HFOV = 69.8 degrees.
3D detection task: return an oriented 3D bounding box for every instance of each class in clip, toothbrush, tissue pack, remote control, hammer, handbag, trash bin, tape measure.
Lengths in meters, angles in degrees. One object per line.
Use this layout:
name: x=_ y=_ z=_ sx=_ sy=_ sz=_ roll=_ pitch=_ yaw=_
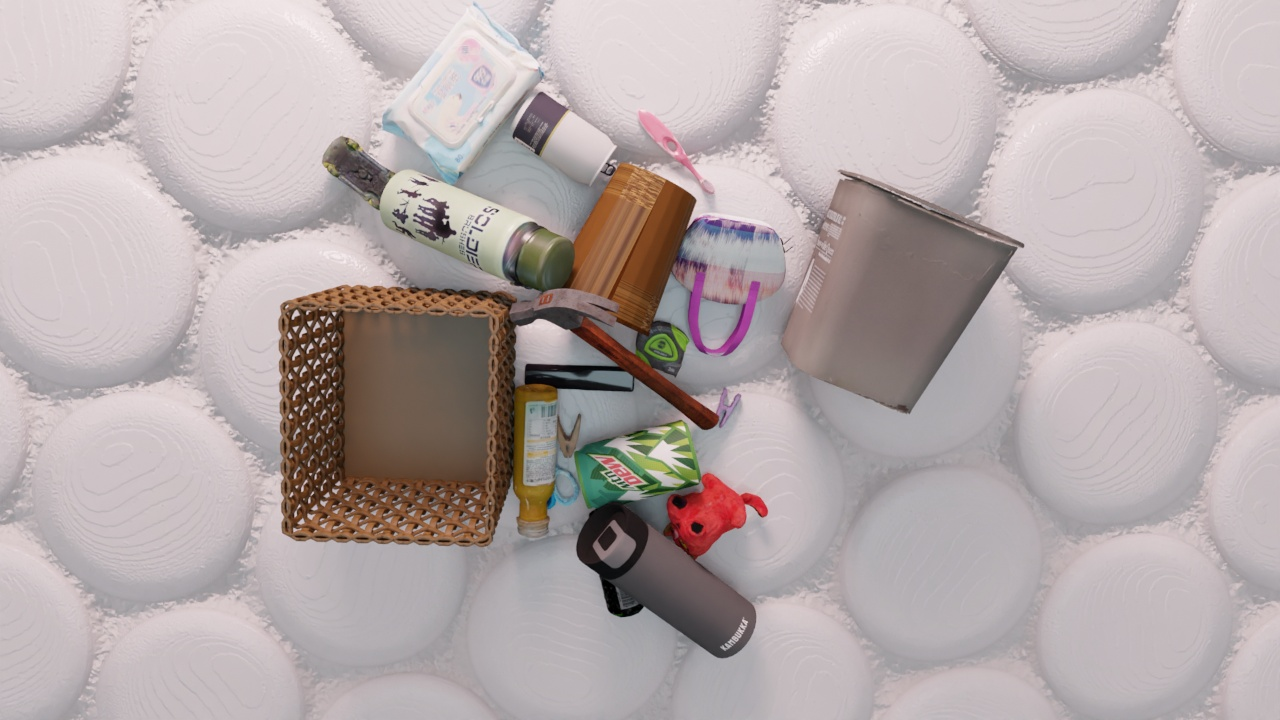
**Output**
clip: x=0.113 y=0.061 z=1.160 sx=0.041 sy=0.014 sz=0.052 roll=0 pitch=96 yaw=-5
toothbrush: x=0.043 y=-0.251 z=1.103 sx=0.021 sy=0.016 sz=0.135 roll=-43 pitch=99 yaw=5
tissue pack: x=-0.205 y=-0.304 z=1.058 sx=0.112 sy=0.070 sz=0.182 roll=40 pitch=96 yaw=-9
clip: x=-0.086 y=0.092 z=1.153 sx=0.039 sy=0.024 sz=0.060 roll=-13 pitch=110 yaw=3
remote control: x=-0.076 y=0.022 z=1.145 sx=0.136 sy=0.015 sz=0.032 roll=2 pitch=99 yaw=-3
hammer: x=-0.007 y=0.006 z=1.063 sx=0.300 sy=0.111 sz=0.028 roll=37 pitch=55 yaw=-38
handbag: x=0.104 y=-0.088 z=1.115 sx=0.144 sy=0.068 sz=0.170 roll=9 pitch=105 yaw=-3
trash bin: x=0.282 y=-0.079 z=1.062 sx=0.197 sy=0.197 sz=0.220 roll=22 pitch=104 yaw=-5
tape measure: x=0.025 y=-0.019 z=1.133 sx=0.065 sy=0.035 sz=0.059 roll=22 pitch=107 yaw=-9

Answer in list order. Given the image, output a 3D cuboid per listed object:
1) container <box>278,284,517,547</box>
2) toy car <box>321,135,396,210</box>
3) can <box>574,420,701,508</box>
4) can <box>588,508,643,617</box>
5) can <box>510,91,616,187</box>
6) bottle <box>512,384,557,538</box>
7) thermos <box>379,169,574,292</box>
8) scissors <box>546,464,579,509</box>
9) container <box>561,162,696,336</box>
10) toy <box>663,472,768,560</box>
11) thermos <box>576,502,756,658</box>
container: x=-0.262 y=0.051 z=1.042 sx=0.219 sy=0.214 sz=0.252 roll=2 pitch=99 yaw=-3
toy car: x=-0.324 y=-0.220 z=1.087 sx=0.105 sy=0.033 sz=0.048 roll=38 pitch=98 yaw=-3
can: x=-0.003 y=0.130 z=1.131 sx=0.144 sy=0.083 sz=0.083 roll=-14 pitch=100 yaw=0
can: x=-0.030 y=0.256 z=1.166 sx=0.054 sy=0.054 sz=0.138 roll=-13 pitch=99 yaw=0
can: x=-0.085 y=-0.255 z=1.074 sx=0.127 sy=0.064 sz=0.064 roll=33 pitch=97 yaw=-7
bottle: x=-0.130 y=0.125 z=1.130 sx=0.053 sy=0.053 sz=0.186 roll=2 pitch=101 yaw=-3
thermos: x=-0.182 y=-0.141 z=1.036 sx=0.231 sy=0.082 sz=0.082 roll=24 pitch=98 yaw=21
scissors: x=-0.121 y=0.124 z=1.162 sx=0.066 sy=0.015 sz=0.135 roll=-12 pitch=102 yaw=5
container: x=-0.015 y=-0.131 z=1.070 sx=0.132 sy=0.132 sz=0.167 roll=25 pitch=92 yaw=-6
toy: x=0.094 y=0.200 z=1.168 sx=0.132 sy=0.088 sz=0.094 roll=-11 pitch=138 yaw=-21
thermos: x=0.034 y=0.271 z=1.123 sx=0.082 sy=0.082 sz=0.240 roll=-47 pitch=115 yaw=5
